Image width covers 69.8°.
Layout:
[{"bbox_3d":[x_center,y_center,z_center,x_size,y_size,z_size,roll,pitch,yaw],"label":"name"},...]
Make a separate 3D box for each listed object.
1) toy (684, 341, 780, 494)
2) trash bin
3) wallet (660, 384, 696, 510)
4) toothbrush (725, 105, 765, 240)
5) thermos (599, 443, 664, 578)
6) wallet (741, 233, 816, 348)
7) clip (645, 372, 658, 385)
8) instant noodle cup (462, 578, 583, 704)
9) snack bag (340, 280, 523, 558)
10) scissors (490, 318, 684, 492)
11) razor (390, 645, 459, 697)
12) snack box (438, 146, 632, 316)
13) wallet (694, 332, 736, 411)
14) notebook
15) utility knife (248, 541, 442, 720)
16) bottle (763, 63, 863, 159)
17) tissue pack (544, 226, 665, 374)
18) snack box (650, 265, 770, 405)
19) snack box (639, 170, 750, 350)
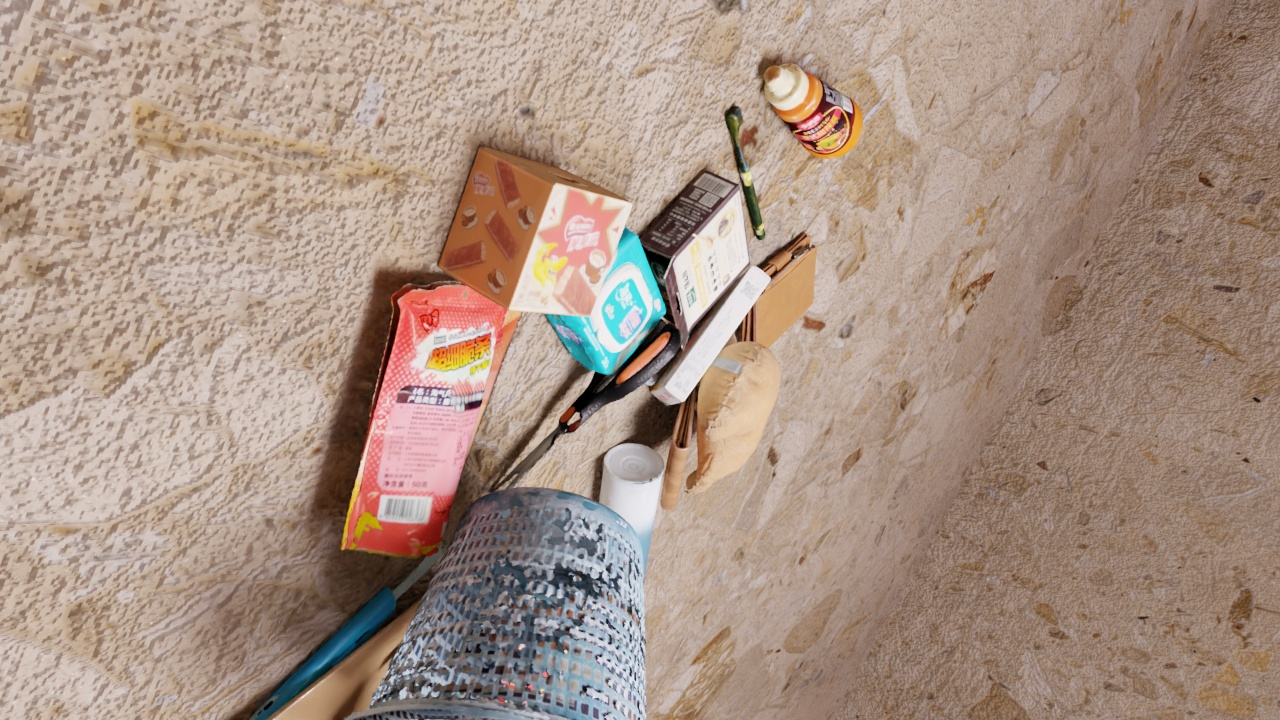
[{"bbox_3d":[0.097,0.071,1.021,0.143,0.082,0.226,-47,158,-31],"label":"toy"},{"bbox_3d":[-0.084,0.213,0.685,0.227,0.227,0.194,82,13,-47],"label":"trash bin"},{"bbox_3d":[0.042,0.087,0.986,0.115,0.020,0.101,-77,177,-47],"label":"wallet"},{"bbox_3d":[0.108,-0.183,0.919,0.017,0.012,0.186,-60,152,-21],"label":"toothbrush"},{"bbox_3d":[-0.020,0.195,1.012,0.070,0.070,0.221,-28,138,-42],"label":"thermos"},{"bbox_3d":[0.162,-0.075,1.069,0.131,0.031,0.108,-42,142,-35],"label":"wallet"},{"bbox_3d":[-0.005,0.005,0.911,0.024,0.026,0.056,-55,140,-10],"label":"clip"},{"bbox_3d":[-0.112,0.244,0.849,0.137,0.138,0.109,-36,141,-34],"label":"instant noodle cup"},{"bbox_3d":[-0.157,0.041,0.682,0.128,0.073,0.208,-2,113,-58],"label":"snack bag"},{"bbox_3d":[-0.053,0.042,0.848,0.234,0.160,0.021,-35,113,18],"label":"scissors"},{"bbox_3d":[-0.190,0.290,0.849,0.043,0.028,0.133,-26,145,-9],"label":"razor"},{"bbox_3d":[-0.075,-0.091,0.665,0.092,0.077,0.094,1,115,-56],"label":"snack box"},{"bbox_3d":[0.087,0.021,1.057,0.087,0.024,0.115,-48,149,-16],"label":"wallet"},{"bbox_3d":[-0.244,0.293,0.801,0.207,0.008,0.148,-35,149,-38],"label":"notebook"},{"bbox_3d":[-0.238,0.228,0.767,0.202,0.018,0.034,-46,147,-23],"label":"utility knife"},{"bbox_3d":[0.164,-0.249,0.898,0.149,0.067,0.067,17,102,-52],"label":"bottle"},{"bbox_3d":[-0.033,-0.054,0.786,0.093,0.050,0.133,-50,148,-14],"label":"tissue pack"},{"bbox_3d":[0.071,-0.024,0.949,0.156,0.027,0.085,-53,-177,-10],"label":"snack box"},{"bbox_3d":[0.051,-0.094,0.870,0.125,0.053,0.113,-47,148,-20],"label":"snack box"}]
